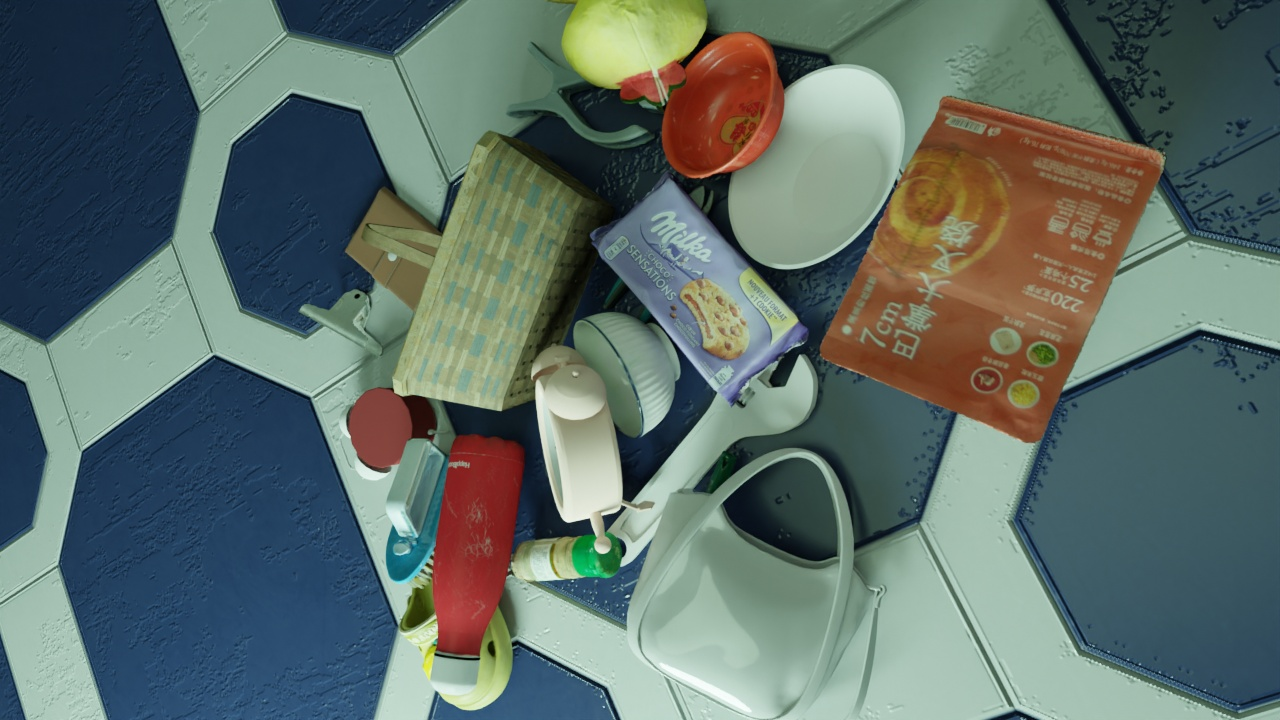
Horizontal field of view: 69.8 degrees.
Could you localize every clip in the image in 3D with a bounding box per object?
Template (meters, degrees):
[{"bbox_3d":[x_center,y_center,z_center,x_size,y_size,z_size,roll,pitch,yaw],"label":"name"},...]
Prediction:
[{"bbox_3d":[-0.060,-0.236,0.883,0.163,0.027,0.106,28,100,23],"label":"clip"},{"bbox_3d":[-0.321,-0.045,1.008,0.102,0.053,0.058,27,135,22],"label":"clip"}]

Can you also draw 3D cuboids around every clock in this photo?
[{"bbox_3d":[-0.270,0.074,0.971,0.125,0.044,0.087,-29,78,22],"label":"clock"},{"bbox_3d":[-0.046,0.070,0.812,0.086,0.131,0.160,-17,106,-10],"label":"clock"}]

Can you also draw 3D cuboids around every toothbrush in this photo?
[{"bbox_3d":[0.046,0.168,0.829,0.016,0.017,0.190,25,106,17],"label":"toothbrush"}]

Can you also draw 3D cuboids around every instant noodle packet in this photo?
[{"bbox_3d":[0.248,-0.065,0.660,0.164,0.084,0.220,24,73,22],"label":"instant noodle packet"}]

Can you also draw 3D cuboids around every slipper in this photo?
[{"bbox_3d":[-0.194,0.256,0.918,0.092,0.081,0.190,-24,77,20],"label":"slipper"}]

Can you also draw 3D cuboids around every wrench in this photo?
[{"bbox_3d":[0.057,0.096,0.835,0.087,0.018,0.274,43,108,18],"label":"wrench"}]

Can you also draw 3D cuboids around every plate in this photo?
[{"bbox_3d":[0.150,-0.154,0.760,0.174,0.036,0.173,-20,63,43],"label":"plate"}]

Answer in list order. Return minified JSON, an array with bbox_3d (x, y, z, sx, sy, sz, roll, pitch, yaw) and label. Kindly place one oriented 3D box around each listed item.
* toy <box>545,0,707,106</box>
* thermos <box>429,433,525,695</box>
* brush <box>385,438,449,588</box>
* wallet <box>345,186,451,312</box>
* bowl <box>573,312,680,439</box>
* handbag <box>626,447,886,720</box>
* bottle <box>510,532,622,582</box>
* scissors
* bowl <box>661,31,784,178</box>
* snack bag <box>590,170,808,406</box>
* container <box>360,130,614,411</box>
[{"bbox_3d":[-0.017,-0.324,0.826,0.134,0.092,0.207,-23,59,6],"label":"toy"},{"bbox_3d":[-0.161,0.193,0.874,0.073,0.073,0.239,0,74,25],"label":"thermos"},{"bbox_3d":[-0.220,0.152,0.903,0.055,0.075,0.135,-2,58,24],"label":"brush"},{"bbox_3d":[-0.258,-0.119,0.983,0.121,0.013,0.087,39,103,20],"label":"wallet"},{"bbox_3d":[-0.005,0.005,0.826,0.062,0.118,0.118,-27,75,-20],"label":"bowl"},{"bbox_3d":[0.112,0.184,0.783,0.216,0.095,0.222,26,91,10],"label":"handbag"},{"bbox_3d":[-0.072,0.189,0.873,0.111,0.043,0.043,-13,84,34],"label":"bottle"},{"bbox_3d":[0.015,-0.094,0.854,0.150,0.019,0.131,-8,87,26],"label":"scissors"},{"bbox_3d":[0.079,-0.214,0.794,0.131,0.045,0.130,-19,63,43],"label":"bowl"},{"bbox_3d":[0.050,-0.066,0.797,0.096,0.058,0.205,-43,71,13],"label":"snack bag"},{"bbox_3d":[-0.157,-0.088,0.862,0.186,0.157,0.250,24,100,11],"label":"container"}]
